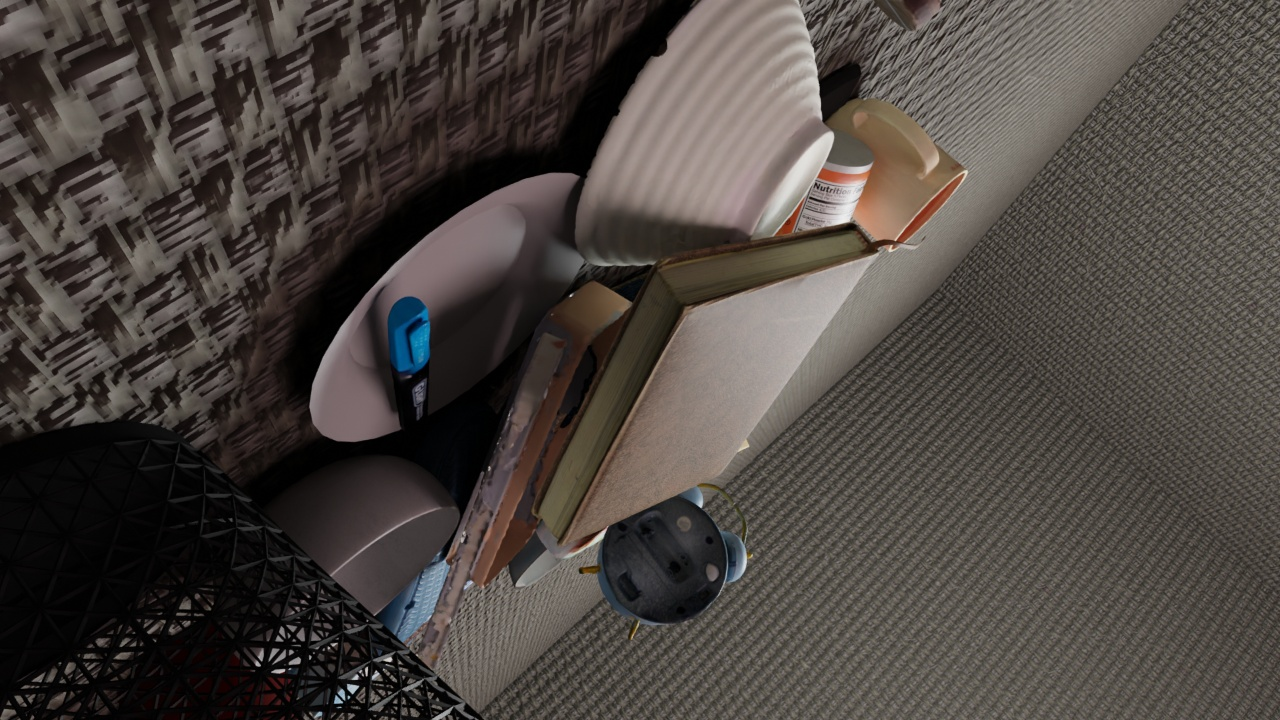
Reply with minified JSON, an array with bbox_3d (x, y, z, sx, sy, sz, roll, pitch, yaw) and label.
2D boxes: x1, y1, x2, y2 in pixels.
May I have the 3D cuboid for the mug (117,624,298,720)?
[{"bbox_3d":[-0.257,0.220,0.548,0.114,0.088,0.087,-42,167,-13],"label":"mug"}]

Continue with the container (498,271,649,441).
[{"bbox_3d":[-0.004,0.004,0.687,0.186,0.071,0.146,-29,160,-49],"label":"container"}]

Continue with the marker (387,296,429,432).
[{"bbox_3d":[-0.105,0.007,0.425,0.018,0.015,0.123,-39,167,-26],"label":"marker"}]

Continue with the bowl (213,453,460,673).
[{"bbox_3d":[-0.170,0.101,0.500,0.131,0.064,0.132,-42,167,-12],"label":"bowl"}]

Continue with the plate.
[{"bbox_3d":[-0.090,-0.028,0.444,0.172,0.019,0.173,-42,167,-12],"label":"plate"}]

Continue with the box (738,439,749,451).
[{"bbox_3d":[0.008,0.071,0.931,0.141,0.122,0.248,-24,171,14],"label":"box"}]

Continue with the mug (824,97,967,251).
[{"bbox_3d":[0.188,-0.155,0.708,0.085,0.104,0.111,-43,166,-10],"label":"mug"}]

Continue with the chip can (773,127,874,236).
[{"bbox_3d":[0.117,-0.075,0.725,0.062,0.062,0.211,-32,148,-43],"label":"chip can"}]

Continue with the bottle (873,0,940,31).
[{"bbox_3d":[0.200,-0.263,0.520,0.162,0.056,0.056,-47,167,11],"label":"bottle"}]

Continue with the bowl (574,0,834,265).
[{"bbox_3d":[0.049,-0.104,0.472,0.177,0.071,0.177,-49,167,-16],"label":"bowl"}]

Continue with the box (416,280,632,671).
[{"bbox_3d":[-0.073,0.069,0.540,0.217,0.058,0.153,-64,173,32],"label":"box"}]

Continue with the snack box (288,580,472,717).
[{"bbox_3d":[-0.183,0.182,0.728,0.226,0.059,0.059,-44,163,-1],"label":"snack box"}]

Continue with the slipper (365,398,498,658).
[{"bbox_3d":[-0.147,0.111,0.622,0.103,0.059,0.214,-39,154,-59],"label":"slipper"}]

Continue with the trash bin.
[{"bbox_3d":[-0.162,0.165,0.323,0.216,0.243,0.217,-42,167,-12],"label":"trash bin"}]

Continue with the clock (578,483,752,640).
[{"bbox_3d":[0.023,0.135,0.650,0.124,0.089,0.052,-35,168,-23],"label":"clock"}]

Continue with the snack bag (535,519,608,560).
[{"bbox_3d":[-0.018,0.089,0.663,0.116,0.036,0.076,-50,165,23],"label":"snack bag"}]

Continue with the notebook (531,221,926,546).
[{"bbox_3d":[0.048,0.011,0.527,0.189,0.034,0.216,-16,148,-36],"label":"notebook"}]

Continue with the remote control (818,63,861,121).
[{"bbox_3d":[0.109,-0.168,0.635,0.124,0.010,0.039,-37,165,-28],"label":"remote control"}]

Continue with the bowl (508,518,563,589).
[{"bbox_3d":[-0.091,0.170,0.968,0.150,0.057,0.151,-42,167,-12],"label":"bowl"}]
